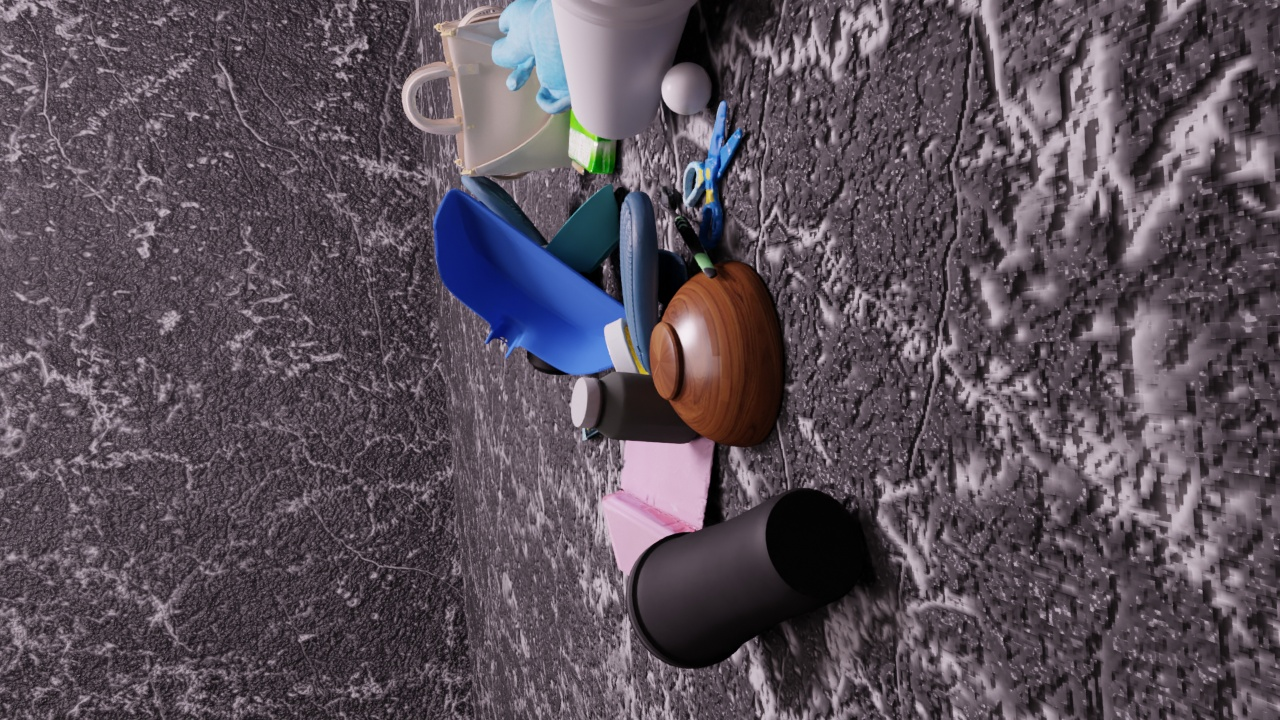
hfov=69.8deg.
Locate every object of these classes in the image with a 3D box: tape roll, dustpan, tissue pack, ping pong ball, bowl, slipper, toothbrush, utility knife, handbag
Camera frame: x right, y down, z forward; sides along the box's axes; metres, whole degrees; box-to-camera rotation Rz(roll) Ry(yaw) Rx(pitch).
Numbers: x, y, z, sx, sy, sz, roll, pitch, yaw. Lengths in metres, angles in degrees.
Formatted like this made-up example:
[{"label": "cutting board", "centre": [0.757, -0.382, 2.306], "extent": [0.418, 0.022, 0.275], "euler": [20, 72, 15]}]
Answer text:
[{"label": "tape roll", "centre": [-0.005, 0.005, 0.878], "extent": [0.094, 0.019, 0.094], "euler": [61, -169, -22]}, {"label": "dustpan", "centre": [-0.131, -0.056, 1.021], "extent": [0.059, 0.245, 0.258], "euler": [-57, 7, -17]}, {"label": "tissue pack", "centre": [-0.053, -0.258, 1.001], "extent": [0.114, 0.034, 0.100], "euler": [-129, 40, -60]}, {"label": "ping pong ball", "centre": [0.037, -0.216, 0.730], "extent": [0.040, 0.040, 0.040], "euler": [174, 90, -72]}, {"label": "bowl", "centre": [0.047, -0.002, 0.716], "extent": [0.147, 0.068, 0.147], "euler": [174, 90, -72]}, {"label": "slipper", "centre": [-0.157, -0.154, 1.155], "extent": [0.214, 0.059, 0.103], "euler": [50, -174, -35]}, {"label": "toothbrush", "centre": [0.038, -0.109, 0.760], "extent": [0.187, 0.014, 0.017], "euler": [-110, 10, -60]}, {"label": "bowl", "centre": [-0.054, -0.128, 0.983], "extent": [0.046, 0.120, 0.121], "euler": [42, 156, 0]}, {"label": "utility knife", "centre": [-0.050, 0.076, 1.115], "extent": [0.187, 0.020, 0.028], "euler": [139, 126, -69]}, {"label": "handbag", "centre": [-0.172, -0.303, 1.057], "extent": [0.101, 0.197, 0.195], "euler": [-129, 31, -56]}, {"label": "slipper", "centre": [0.015, -0.059, 0.803], "extent": [0.214, 0.059, 0.103], "euler": [84, 178, -58]}]

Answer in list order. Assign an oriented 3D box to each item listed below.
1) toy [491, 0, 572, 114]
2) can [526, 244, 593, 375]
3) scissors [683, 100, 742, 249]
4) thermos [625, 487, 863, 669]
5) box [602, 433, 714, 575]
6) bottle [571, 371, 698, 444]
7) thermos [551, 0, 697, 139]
[{"label": "toy", "centre": [-0.079, -0.329, 0.936], "extent": [0.181, 0.114, 0.183], "euler": [9, 83, 46]}, {"label": "can", "centre": [-0.099, -0.061, 1.121], "extent": [0.080, 0.080, 0.146], "euler": [-126, 35, -57]}, {"label": "scissors", "centre": [0.057, -0.158, 0.739], "extent": [0.097, 0.020, 0.133], "euler": [-118, 28, -44]}, {"label": "thermos", "centre": [0.070, 0.155, 0.656], "extent": [0.219, 0.105, 0.105], "euler": [130, 132, -59]}, {"label": "box", "centre": [0.015, 0.149, 0.896], "extent": [0.233, 0.050, 0.180], "euler": [-177, 84, -71]}, {"label": "bottle", "centre": [-0.003, 0.041, 0.805], "extent": [0.060, 0.108, 0.060], "euler": [-175, 91, -69]}, {"label": "thermos", "centre": [-0.016, -0.271, 0.737], "extent": [0.222, 0.131, 0.131], "euler": [101, 159, -73]}]
